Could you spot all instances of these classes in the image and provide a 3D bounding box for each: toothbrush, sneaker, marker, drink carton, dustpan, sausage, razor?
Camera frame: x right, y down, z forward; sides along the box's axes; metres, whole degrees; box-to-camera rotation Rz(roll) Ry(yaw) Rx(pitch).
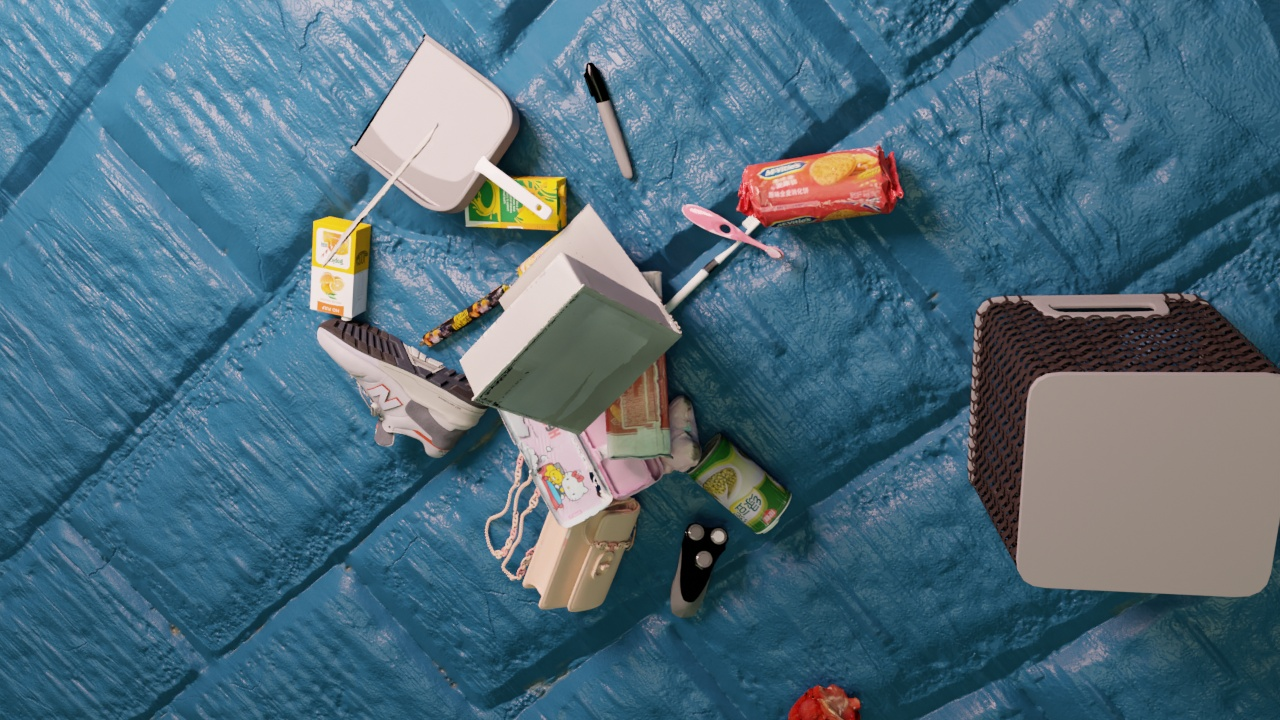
[{"bbox_3d":[0.076,-0.108,1.099,0.187,0.012,0.017,-44,82,21],"label":"toothbrush"},{"bbox_3d":[-0.324,0.048,1.194,0.240,0.088,0.124,27,108,-1],"label":"sneaker"},{"bbox_3d":[-0.038,-0.277,1.067,0.022,0.016,0.139,-5,111,46],"label":"marker"},{"bbox_3d":[-0.147,-0.191,1.104,0.122,0.041,0.058,4,109,11],"label":"drink carton"},{"bbox_3d":[-0.202,-0.242,1.066,0.257,0.033,0.163,37,99,7],"label":"dustpan"},{"bbox_3d":[0.106,-0.149,1.065,0.135,0.016,0.022,28,104,14],"label":"toothbrush"},{"bbox_3d":[-0.223,-0.056,1.176,0.155,0.020,0.020,-30,100,19],"label":"sausage"},{"bbox_3d":[0.071,0.280,1.208,0.057,0.060,0.157,11,130,-4],"label":"razor"},{"bbox_3d":[-0.386,-0.117,1.179,0.058,0.040,0.123,12,110,8],"label":"drink carton"},{"bbox_3d":[-0.011,0.194,1.214,0.021,0.017,0.135,16,111,21],"label":"toothbrush"}]

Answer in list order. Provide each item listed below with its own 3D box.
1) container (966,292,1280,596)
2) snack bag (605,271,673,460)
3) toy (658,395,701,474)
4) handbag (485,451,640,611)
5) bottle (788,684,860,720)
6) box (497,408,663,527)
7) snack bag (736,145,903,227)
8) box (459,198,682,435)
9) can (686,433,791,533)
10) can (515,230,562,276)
[{"bbox_3d":[0.487,0.079,0.948,0.247,0.243,0.246,0,108,12],"label":"container"},{"bbox_3d":[-0.007,0.006,1.097,0.077,0.041,0.225,-3,90,-6],"label":"snack bag"},{"bbox_3d":[0.042,0.104,1.147,0.052,0.099,0.096,9,139,-25],"label":"toy"},{"bbox_3d":[-0.096,0.210,1.221,0.187,0.116,0.199,40,116,46],"label":"handbag"},{"bbox_3d":[0.244,0.491,1.215,0.099,0.098,0.111,34,116,0],"label":"bottle"},{"bbox_3d":[-0.077,0.087,1.128,0.153,0.041,0.201,-26,84,-10],"label":"box"},{"bbox_3d":[0.196,-0.190,1.014,0.176,0.082,0.082,-5,106,14],"label":"snack bag"},{"bbox_3d":[-0.062,-0.067,1.068,0.165,0.445,0.167,42,108,-13],"label":"box"},{"bbox_3d":[0.124,0.154,1.145,0.121,0.067,0.067,41,111,-3],"label":"can"},{"bbox_3d":[-0.090,-0.116,1.102,0.105,0.067,0.067,-36,98,20],"label":"can"}]
